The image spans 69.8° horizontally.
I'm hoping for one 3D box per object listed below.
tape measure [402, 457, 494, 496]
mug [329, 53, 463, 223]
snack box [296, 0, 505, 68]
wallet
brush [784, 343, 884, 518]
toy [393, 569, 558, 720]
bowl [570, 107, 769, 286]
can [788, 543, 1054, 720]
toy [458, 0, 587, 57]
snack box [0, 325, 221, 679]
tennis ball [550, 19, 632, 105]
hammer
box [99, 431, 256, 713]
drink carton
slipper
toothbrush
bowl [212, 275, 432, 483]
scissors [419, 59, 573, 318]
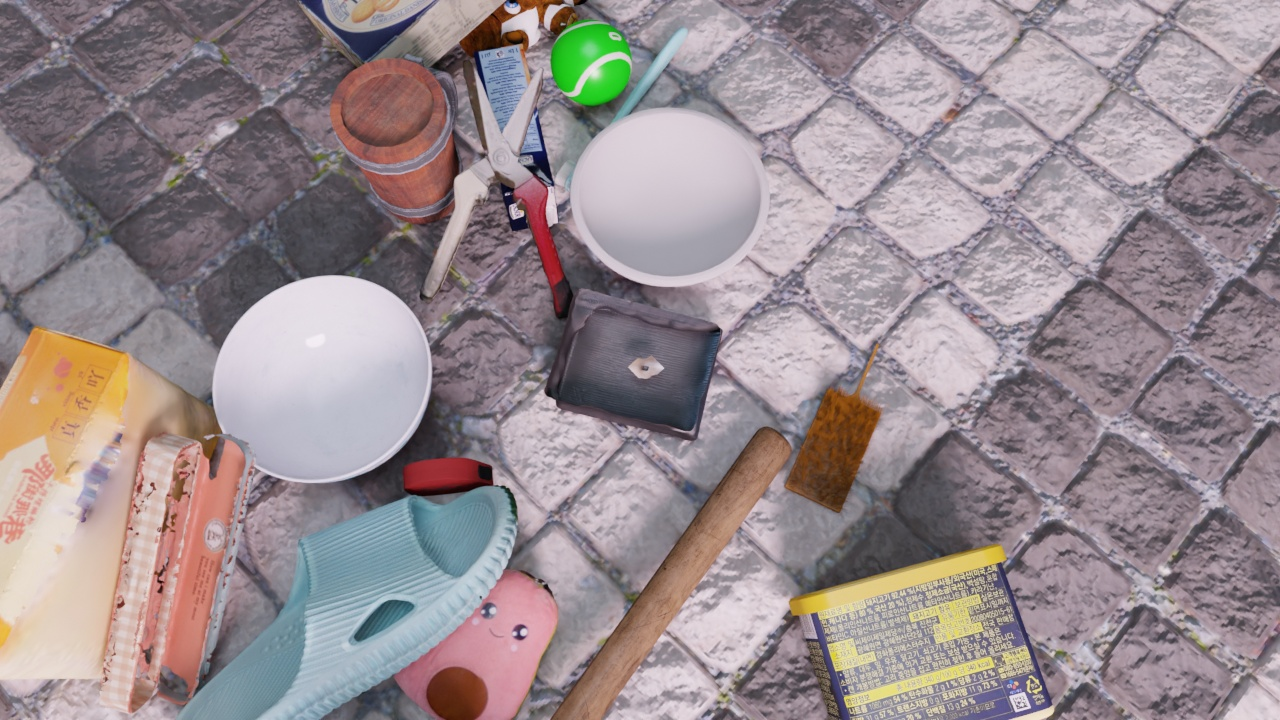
[{"bbox_3d":[-0.133,0.079,0.634,0.059,0.051,0.019,-7,71,-2],"label":"tape measure"},{"bbox_3d":[-0.169,-0.173,0.687,0.081,0.111,0.117,16,72,5],"label":"mug"},{"bbox_3d":[-0.187,-0.297,0.732,0.144,0.042,0.145,-44,57,-5],"label":"snack box"},{"bbox_3d":[-0.004,0.004,0.673,0.115,0.026,0.089,15,72,5],"label":"wallet"},{"bbox_3d":[0.149,0.044,0.665,0.048,0.017,0.126,25,73,8],"label":"brush"},{"bbox_3d":[-0.103,0.185,0.599,0.090,0.051,0.109,35,76,8],"label":"toy"},{"bbox_3d":[0.022,-0.119,0.705,0.149,0.043,0.149,0,72,0],"label":"bowl"},{"bbox_3d":[0.178,0.187,0.588,0.135,0.075,0.104,-14,75,-5],"label":"can"},{"bbox_3d":[-0.099,-0.290,0.752,0.112,0.067,0.087,-38,72,-25],"label":"toy"},{"bbox_3d":[-0.351,0.098,0.578,0.080,0.145,0.195,16,72,5],"label":"snack box"},{"bbox_3d":[-0.039,-0.238,0.733,0.065,0.065,0.065,0,71,0],"label":"tennis ball"},{"bbox_3d":[0.005,0.171,0.600,0.129,0.040,0.321,47,68,-20],"label":"hammer"},{"bbox_3d":[-0.293,0.136,0.578,0.067,0.057,0.187,12,100,-18],"label":"box"},{"bbox_3d":[-0.096,-0.171,0.711,0.040,0.064,0.130,-12,73,-4],"label":"drink carton"},{"bbox_3d":[-0.196,0.164,0.578,0.276,0.069,0.116,-37,32,-8],"label":"slipper"},{"bbox_3d":[-0.012,-0.209,0.750,0.016,0.016,0.180,30,74,19],"label":"toothbrush"},{"bbox_3d":[-0.211,0.021,0.641,0.144,0.074,0.143,0,71,0],"label":"bowl"},{"bbox_3d":[-0.105,-0.106,0.663,0.180,0.015,0.198,-28,112,19],"label":"scissors"}]
